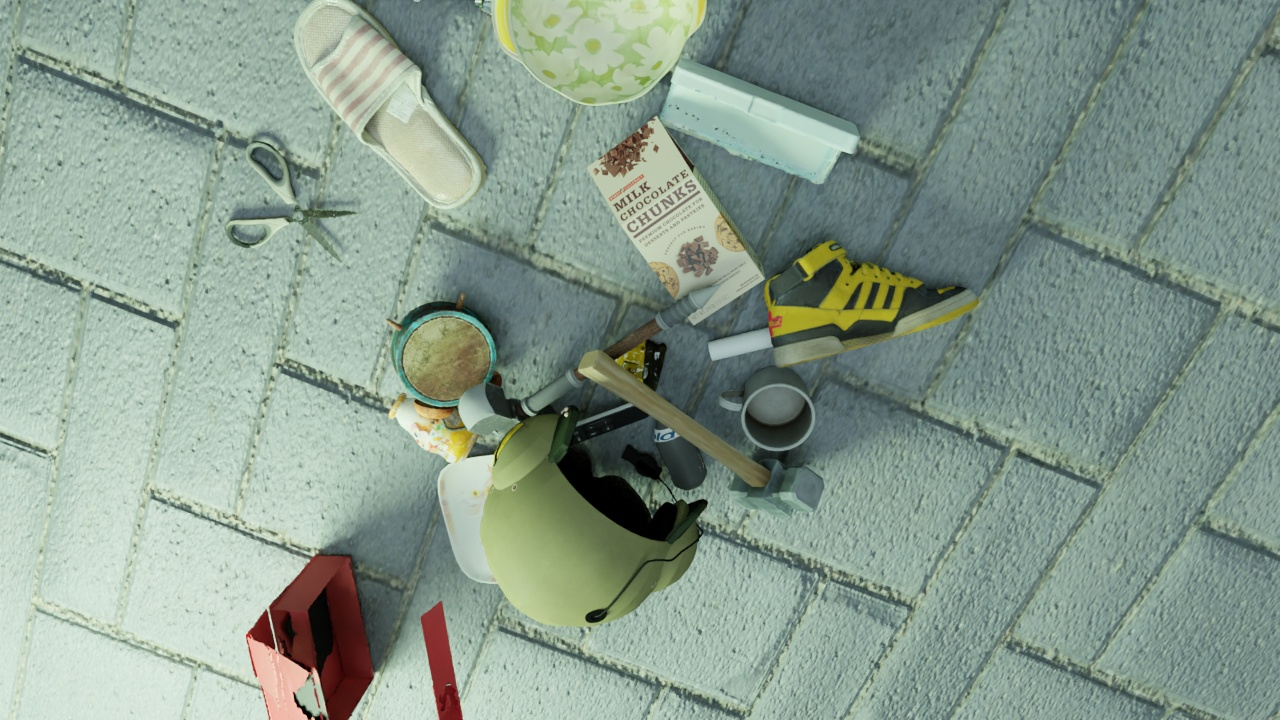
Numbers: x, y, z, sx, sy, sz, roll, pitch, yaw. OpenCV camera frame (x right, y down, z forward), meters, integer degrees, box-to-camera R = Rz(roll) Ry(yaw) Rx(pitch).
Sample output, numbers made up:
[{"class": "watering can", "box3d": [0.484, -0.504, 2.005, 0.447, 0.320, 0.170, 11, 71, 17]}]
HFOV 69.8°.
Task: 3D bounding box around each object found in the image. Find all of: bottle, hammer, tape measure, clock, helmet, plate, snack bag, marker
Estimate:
[{"class": "bottle", "box3d": [0.045, 0.105, 1.121, 0.047, 0.047, 0.112, -19, 108, 11]}, {"class": "hammer", "box3d": [-0.044, 0.000, 1.032, 0.323, 0.156, 0.043, -32, 61, 21]}, {"class": "tape measure", "box3d": [-0.006, 0.006, 1.094, 0.064, 0.037, 0.066, 13, 111, -1]}, {"class": "clock", "box3d": [-0.226, 0.007, 1.084, 0.121, 0.073, 0.158, -20, 109, -12]}, {"class": "helmet", "box3d": [-0.067, 0.177, 1.035, 0.250, 0.255, 0.233, 36, 106, -7]}, {"class": "plate", "box3d": [-0.161, 0.202, 1.190, 0.187, 0.016, 0.187, -7, 109, 8]}, {"class": "snack bag", "box3d": [0.039, -0.155, 1.013, 0.094, 0.069, 0.206, -33, 104, 15]}, {"class": "marker", "box3d": [0.147, -0.025, 1.077, 0.133, 0.023, 0.027, -14, 124, 10]}, {"class": "bottle", "box3d": [-0.253, 0.079, 1.129, 0.109, 0.063, 0.063, 30, 110, -5]}, {"class": "hammer", "box3d": [0.064, 0.084, 1.035, 0.322, 0.117, 0.051, 35, 66, -26]}]

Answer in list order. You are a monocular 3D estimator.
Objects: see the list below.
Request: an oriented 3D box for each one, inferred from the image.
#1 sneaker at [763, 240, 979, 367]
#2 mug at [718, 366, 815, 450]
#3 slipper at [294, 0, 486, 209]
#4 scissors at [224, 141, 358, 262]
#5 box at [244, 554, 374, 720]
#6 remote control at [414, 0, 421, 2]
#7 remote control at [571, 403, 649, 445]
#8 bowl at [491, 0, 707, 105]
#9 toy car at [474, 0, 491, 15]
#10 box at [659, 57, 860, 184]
[{"class": "sneaker", "box3d": [0.248, -0.078, 1.018, 0.238, 0.086, 0.122, -16, 89, -9]}, {"class": "mug", "box3d": [0.146, 0.051, 1.079, 0.113, 0.070, 0.084, 16, 111, -1]}, {"class": "slipper", "box3d": [-0.274, -0.279, 1.004, 0.115, 0.052, 0.263, -36, 104, 17]}, {"class": "scissors", "box3d": [-0.416, -0.180, 1.074, 0.170, 0.012, 0.157, -12, 110, 9]}, {"class": "box", "box3d": [-0.407, 0.417, 1.106, 0.124, 0.378, 0.211, -7, 109, -10]}, {"class": "remote control", "box3d": [-0.282, -0.437, 0.967, 0.136, 0.011, 0.050, 31, 110, -7]}, {"class": "remote control", "box3d": [-0.060, 0.082, 1.111, 0.146, 0.008, 0.045, -20, 152, -3]}, {"class": "bowl", "box3d": [-0.041, -0.363, 0.949, 0.219, 0.060, 0.188, -6, 109, 6]}, {"class": "toy car", "box3d": [-0.148, -0.406, 0.954, 0.042, 0.036, 0.091, 7, 110, 2]}, {"class": "box", "box3d": [0.120, -0.246, 0.956, 0.197, 0.077, 0.122, 21, 150, -2]}]
